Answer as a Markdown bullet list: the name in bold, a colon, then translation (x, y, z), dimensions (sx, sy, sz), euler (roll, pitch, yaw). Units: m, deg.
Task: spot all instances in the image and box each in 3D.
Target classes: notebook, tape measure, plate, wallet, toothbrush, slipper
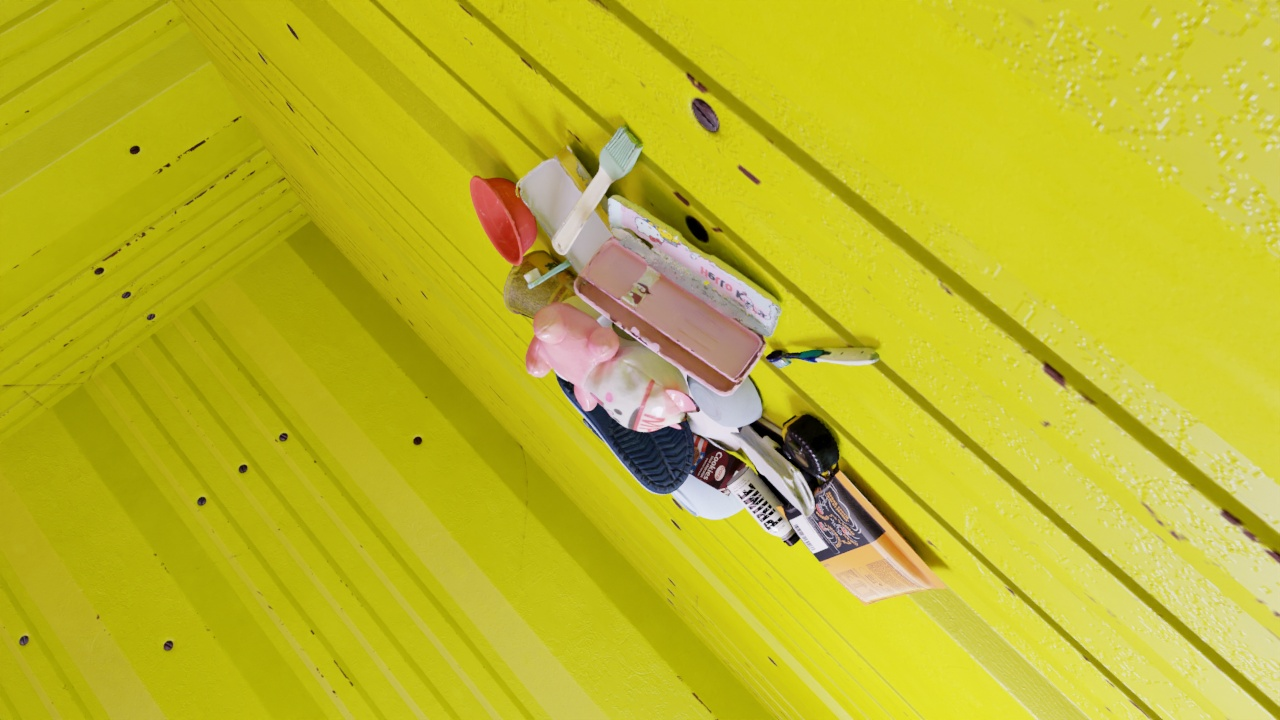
- **notebook**: translation (0.181, 0.142, 1.134), dimensions (0.141, 0.008, 0.209), euler (33, 158, 45)
- **tape measure**: translation (0.176, 0.090, 0.959), dimensions (0.067, 0.038, 0.063), euler (44, 162, 43)
- **plate**: translation (0.048, 0.040, 1.233), dimensions (0.230, 0.021, 0.230), euler (45, 164, 16)
- **wallet**: translation (0.158, 0.123, 1.067), dimensions (0.116, 0.032, 0.086), euler (44, 170, 52)
- **toothbrush**: translation (-0.086, -0.112, 1.042), dimensions (0.016, 0.016, 0.180), euler (60, -153, -6)
- **slipper**: translation (-0.017, 0.078, 1.276), dimensions (0.253, 0.105, 0.095), euler (47, 170, 19)
- **toothbrush**: translation (0.163, -0.001, 0.833), dimensions (0.017, 0.016, 0.189), euler (43, 167, -14)

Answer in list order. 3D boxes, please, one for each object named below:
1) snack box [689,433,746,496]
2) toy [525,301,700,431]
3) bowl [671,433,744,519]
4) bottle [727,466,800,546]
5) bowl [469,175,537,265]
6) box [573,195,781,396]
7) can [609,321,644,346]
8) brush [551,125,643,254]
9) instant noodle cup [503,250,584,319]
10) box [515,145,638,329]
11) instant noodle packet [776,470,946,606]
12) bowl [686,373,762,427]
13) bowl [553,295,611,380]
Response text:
- **snack box**: translation (0.074, 0.132, 1.272), dimensions (0.141, 0.051, 0.031), euler (26, 173, 40)
- **toy**: translation (-0.031, 0.014, 1.061), dimensions (0.213, 0.084, 0.142), euler (31, 150, 3)
- **bowl**: translation (0.086, 0.180, 1.348), dimensions (0.150, 0.074, 0.151), euler (44, 167, 13)
- **bottle**: translation (0.165, 0.194, 1.204), dimensions (0.116, 0.041, 0.041), euler (49, 165, 2)
- **bowl**: translation (-0.176, -0.195, 1.229), dimensions (0.130, 0.045, 0.131), euler (48, 156, 29)
- **box**: translation (0.031, -0.062, 0.884), dimensions (0.201, 0.101, 0.103), euler (36, 172, 14)
- **can**: translation (-0.007, 0.007, 1.152), dimensions (0.070, 0.070, 0.132), euler (38, 141, 35)
- **brush**: translation (-0.051, -0.163, 0.924), dimensions (0.033, 0.012, 0.218), euler (51, 147, 3)
- **instant noodle cup**: translation (-0.120, -0.089, 1.278), dimensions (0.108, 0.102, 0.102), euler (31, 158, 28)
- **box**: translation (-0.048, -0.125, 0.992), dimensions (0.210, 0.080, 0.084), euler (52, -176, -12)
- **instant noodle packet**: translation (0.244, 0.211, 1.054), dimensions (0.160, 0.032, 0.221), euler (48, 160, 9)
- **bowl**: translation (0.089, 0.037, 1.059), dimensions (0.106, 0.039, 0.106), euler (46, 159, 22)
- **bowl**: translation (-0.062, -0.027, 1.205), dimensions (0.066, 0.116, 0.116), euler (5, 138, 40)
